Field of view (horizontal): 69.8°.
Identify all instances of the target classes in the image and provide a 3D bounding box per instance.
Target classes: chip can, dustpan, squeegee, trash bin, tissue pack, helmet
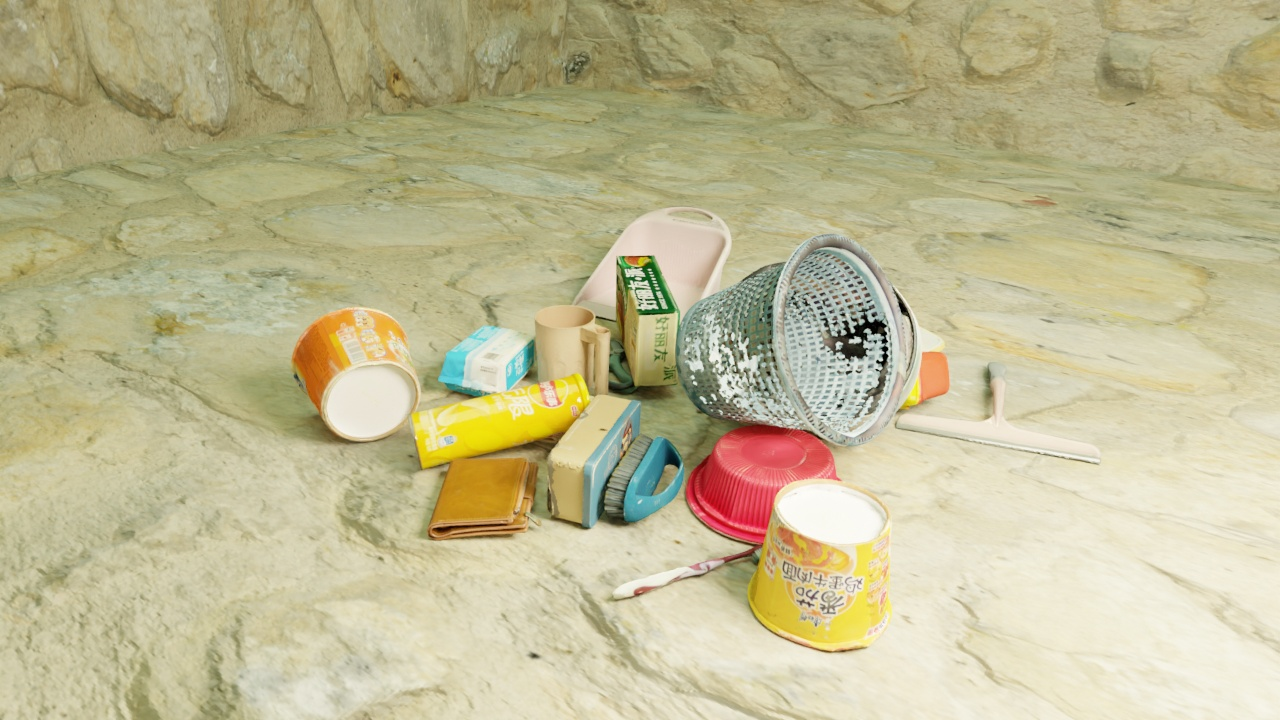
[{"bbox_3d":[-0.168,0.072,1.108,0.213,0.072,0.072,-13,28,-14],"label":"chip can"},{"bbox_3d":[0.031,-0.168,1.574,0.223,0.139,0.272,13,27,21],"label":"dustpan"},{"bbox_3d":[0.492,0.044,1.267,0.248,0.040,0.248,9,26,17],"label":"squeegee"},{"bbox_3d":[0.156,-0.013,1.038,0.225,0.226,0.196,-22,9,-40],"label":"trash bin"},{"bbox_3d":[-0.209,0.004,1.286,0.090,0.063,0.139,11,28,16],"label":"tissue pack"},{"bbox_3d":[0.242,-0.006,1.197,0.274,0.230,0.156,15,-12,39],"label":"helmet"}]

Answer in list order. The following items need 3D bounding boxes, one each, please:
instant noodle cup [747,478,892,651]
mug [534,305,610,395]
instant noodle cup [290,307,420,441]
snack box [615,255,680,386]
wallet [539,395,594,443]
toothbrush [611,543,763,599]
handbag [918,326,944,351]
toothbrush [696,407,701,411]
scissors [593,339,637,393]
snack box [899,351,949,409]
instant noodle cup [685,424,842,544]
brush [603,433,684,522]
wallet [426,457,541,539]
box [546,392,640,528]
[{"bbox_3d":[0.176,0.185,0.869,0.138,0.110,0.137,2,26,-1],"label":"instant noodle cup"},{"bbox_3d":[-0.090,-0.009,1.271,0.125,0.104,0.084,22,32,36],"label":"mug"},{"bbox_3d":[-0.351,0.023,1.154,0.151,0.152,0.111,-12,36,-26],"label":"instant noodle cup"},{"bbox_3d":[0.006,-0.063,1.337,0.063,0.115,0.239,-2,25,-7],"label":"snack box"},{"bbox_3d":[-0.108,0.073,1.195,0.087,0.024,0.114,9,27,25],"label":"wallet"},{"bbox_3d":[0.058,0.212,0.917,0.187,0.016,0.017,-10,38,-24],"label":"toothbrush"},{"bbox_3d":[0.338,-0.015,1.366,0.178,0.063,0.163,-15,28,-23],"label":"handbag"},{"bbox_3d":[0.100,0.024,1.313,0.021,0.029,0.188,-33,15,25],"label":"toothbrush"},{"bbox_3d":[-0.008,0.008,1.342,0.170,0.019,0.179,8,27,10],"label":"scissors"},{"bbox_3d":[0.366,0.023,1.248,0.080,0.082,0.091,-6,2,-27],"label":"snack box"},{"bbox_3d":[0.147,0.129,1.039,0.194,0.066,0.193,0,25,0],"label":"instant noodle cup"},{"bbox_3d":[0.011,0.133,1.034,0.073,0.055,0.143,8,26,14],"label":"brush"},{"bbox_3d":[-0.165,0.148,1.016,0.119,0.035,0.130,0,25,1],"label":"wallet"},{"bbox_3d":[-0.053,0.112,1.039,0.059,0.090,0.183,9,29,14],"label":"box"}]
